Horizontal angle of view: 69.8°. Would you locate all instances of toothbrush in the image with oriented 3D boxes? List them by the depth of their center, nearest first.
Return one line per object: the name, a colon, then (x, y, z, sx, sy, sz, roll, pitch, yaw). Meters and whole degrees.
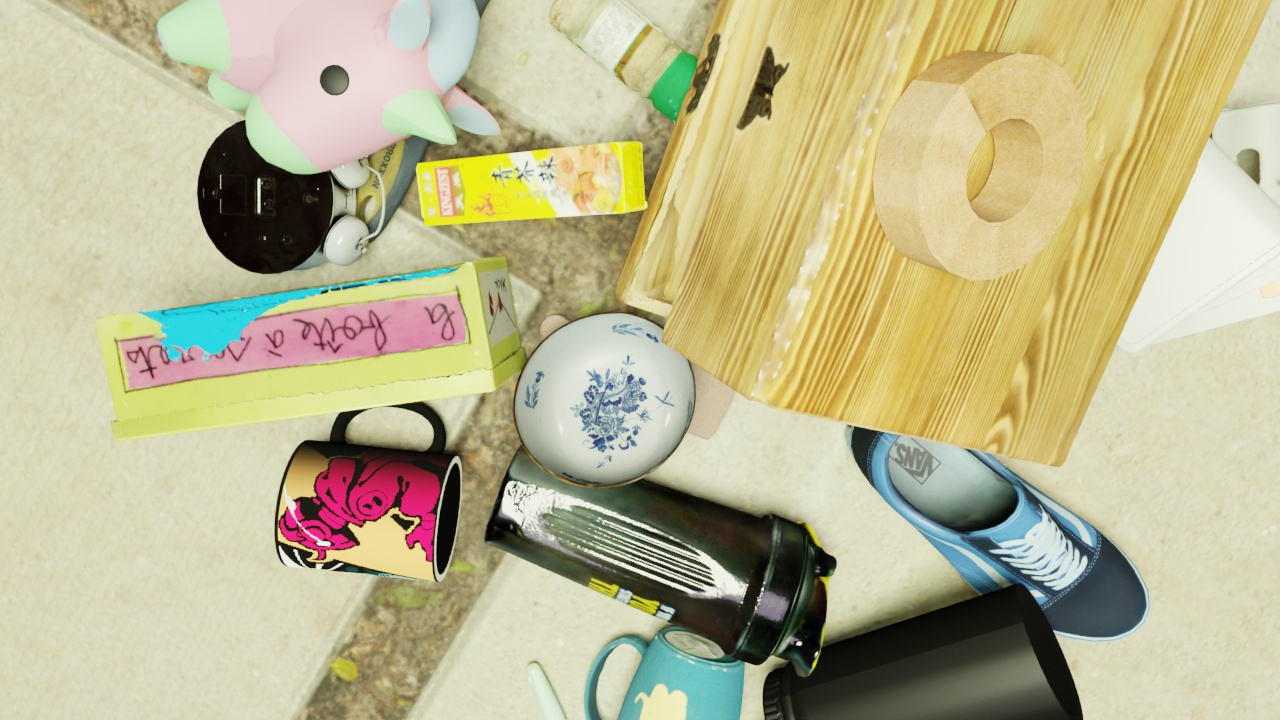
toothbrush: (-0.050, 0.285, 0.660, 0.022, 0.015, 0.155, -14, 102, 38)

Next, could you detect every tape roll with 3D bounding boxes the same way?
tape roll: (0.146, -0.083, 0.392, 0.093, 0.027, 0.094, -10, 114, -24)

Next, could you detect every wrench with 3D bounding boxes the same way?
wrench: (-0.121, -0.198, 0.570, 0.073, 0.022, 0.273, 27, 101, 0)

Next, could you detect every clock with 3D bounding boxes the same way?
clock: (-0.214, -0.101, 0.572, 0.123, 0.035, 0.094, 5, 98, 13)

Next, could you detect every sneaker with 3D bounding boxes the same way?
sneaker: (0.235, 0.116, 0.585, 0.241, 0.098, 0.083, 37, 98, -6)

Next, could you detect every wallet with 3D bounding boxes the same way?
wallet: (0.323, -0.057, 0.553, 0.119, 0.037, 0.115, -45, 75, 29)

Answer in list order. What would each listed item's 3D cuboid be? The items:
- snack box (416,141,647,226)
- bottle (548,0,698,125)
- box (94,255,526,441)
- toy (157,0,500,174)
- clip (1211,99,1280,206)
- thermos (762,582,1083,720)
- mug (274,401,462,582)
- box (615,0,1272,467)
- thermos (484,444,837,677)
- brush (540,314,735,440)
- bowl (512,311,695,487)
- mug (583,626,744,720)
snack box: (-0.068, -0.106, 0.553, 0.148, 0.028, 0.040, 1, 102, 28)
bottle: (-0.003, -0.189, 0.563, 0.111, 0.043, 0.043, 37, 98, -5)
box: (-0.190, -0.010, 0.557, 0.221, 0.124, 0.079, -10, 97, 1)
toy: (-0.176, -0.201, 0.518, 0.171, 0.120, 0.222, -12, 69, 7)
clip: (0.402, -0.098, 0.563, 0.152, 0.101, 0.126, -6, 101, 16)
thermos: (0.164, 0.216, 0.589, 0.199, 0.086, 0.086, -28, 99, 25)
mug: (-0.171, 0.080, 0.599, 0.098, 0.082, 0.118, 6, 72, -1)
box: (0.159, -0.112, 0.513, 0.251, 0.192, 0.279, 13, 101, -29)
thermos: (0.015, 0.122, 0.596, 0.221, 0.098, 0.098, 20, 99, 3)
brush: (-0.004, 0.004, 0.613, 0.136, 0.015, 0.050, 25, 103, 2)
bowl: (-0.019, 0.030, 0.577, 0.114, 0.045, 0.114, -3, 67, 8)
mug: (0.014, 0.235, 0.624, 0.112, 0.084, 0.104, 18, 94, 26)
